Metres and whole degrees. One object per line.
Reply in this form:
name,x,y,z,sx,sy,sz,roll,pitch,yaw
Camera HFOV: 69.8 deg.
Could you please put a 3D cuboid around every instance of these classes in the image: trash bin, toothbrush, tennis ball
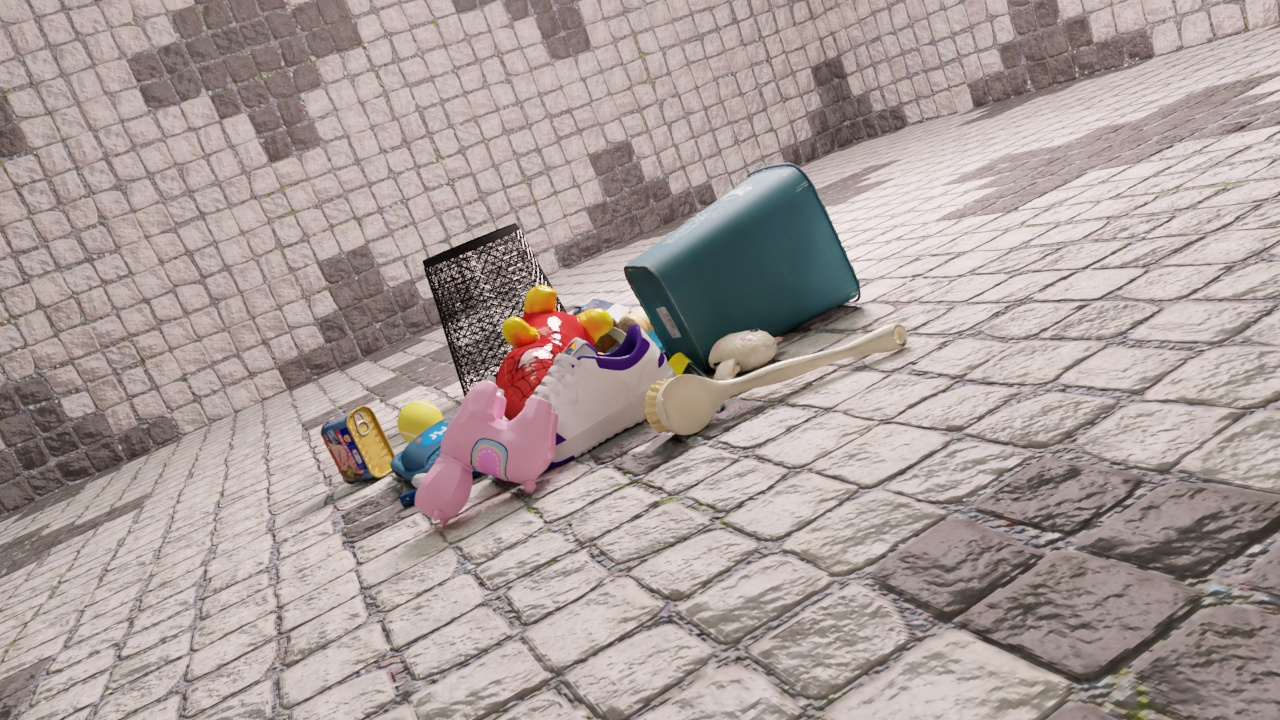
trash bin,-0.228,-0.079,1.491,0.217,0.243,0.216,-21,12,4
toothbrush,-0.189,0.126,1.067,0.190,0.016,0.017,-23,4,-4
trash bin,0.118,-0.107,1.163,0.218,0.199,0.197,-31,12,-11
tennis ball,-0.321,0.091,1.339,0.065,0.065,0.065,-21,12,4

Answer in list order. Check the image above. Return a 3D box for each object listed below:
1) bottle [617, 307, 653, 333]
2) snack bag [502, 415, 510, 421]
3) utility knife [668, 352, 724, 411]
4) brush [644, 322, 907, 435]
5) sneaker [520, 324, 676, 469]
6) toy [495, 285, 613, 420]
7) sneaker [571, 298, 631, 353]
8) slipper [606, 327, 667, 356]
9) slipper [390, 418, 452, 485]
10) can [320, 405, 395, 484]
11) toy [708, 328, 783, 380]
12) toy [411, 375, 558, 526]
bottle,0.038,-0.074,1.445,0.161,0.056,0.057,-31,15,-37
snack bag,-0.161,0.061,1.178,0.077,0.036,0.115,27,36,21
utility knife,0.064,0.025,1.038,0.029,0.020,0.203,-52,17,3
brush,0.134,0.014,0.914,0.272,0.062,0.077,-18,16,0
sneaker,-0.076,0.038,1.019,0.244,0.111,0.092,-25,12,-15
toy,-0.110,0.006,1.147,0.215,0.147,0.099,-80,11,-46
sneaker,-0.080,-0.052,1.437,0.087,0.079,0.235,-65,-6,15
slipper,-0.056,-0.005,1.268,0.295,0.060,0.118,-25,23,0
slipper,-0.259,0.114,1.147,0.103,0.059,0.214,-32,13,-33
can,-0.388,0.117,1.259,0.059,0.100,0.053,-16,12,29
toy,0.114,-0.007,1.045,0.112,0.050,0.087,-27,11,-41
toy,-0.158,0.099,0.938,0.123,0.157,0.067,19,-18,11
